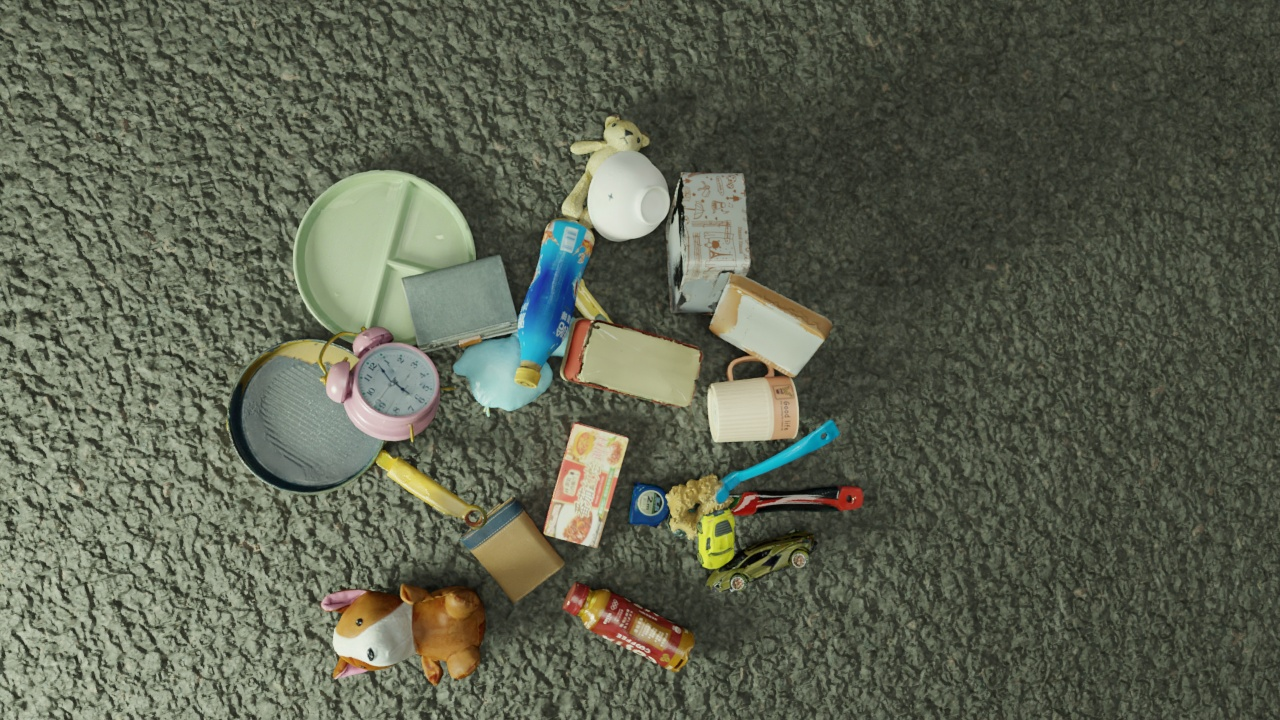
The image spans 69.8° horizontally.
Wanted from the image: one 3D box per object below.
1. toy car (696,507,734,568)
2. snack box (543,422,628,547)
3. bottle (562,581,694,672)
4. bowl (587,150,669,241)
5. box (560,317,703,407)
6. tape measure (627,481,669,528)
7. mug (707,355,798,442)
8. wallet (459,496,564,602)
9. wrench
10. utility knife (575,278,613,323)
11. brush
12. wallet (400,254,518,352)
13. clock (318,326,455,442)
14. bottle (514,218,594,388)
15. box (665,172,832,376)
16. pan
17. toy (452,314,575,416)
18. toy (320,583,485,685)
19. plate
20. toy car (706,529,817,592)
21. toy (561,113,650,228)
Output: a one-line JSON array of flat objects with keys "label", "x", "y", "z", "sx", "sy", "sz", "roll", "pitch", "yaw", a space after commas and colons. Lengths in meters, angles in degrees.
[{"label": "toy car", "x": 0.101, "y": 0.235, "z": 1.187, "sx": 0.048, "sy": 0.032, "sz": 0.105, "roll": -16, "pitch": 131, "yaw": -15}, {"label": "snack box", "x": -0.073, "y": 0.164, "z": 1.214, "sx": 0.075, "sy": 0.025, "sz": 0.153, "roll": 16, "pitch": 89, "yaw": -6}, {"label": "bottle", "x": -0.017, "y": 0.347, "z": 1.205, "sx": 0.175, "sy": 0.057, "sz": 0.057, "roll": 28, "pitch": 87, "yaw": -5}, {"label": "bowl", "x": -0.001, "y": -0.204, "z": 1.170, "sx": 0.118, "sy": 0.065, "sz": 0.118, "roll": -18, "pitch": 119, "yaw": -36}, {"label": "box", "x": -0.007, "y": 0.006, "z": 1.167, "sx": 0.168, "sy": 0.076, "sz": 0.091, "roll": 15, "pitch": 88, "yaw": -27}, {"label": "tape measure", "x": 0.012, "y": 0.192, "z": 1.223, "sx": 0.054, "sy": 0.025, "sz": 0.058, "roll": 8, "pitch": 93, "yaw": -8}, {"label": "mug", "x": 0.145, "y": 0.050, "z": 1.212, "sx": 0.106, "sy": 0.082, "sz": 0.114, "roll": -4, "pitch": 77, "yaw": -5}, {"label": "wallet", "x": -0.167, "y": 0.248, "z": 1.202, "sx": 0.090, "sy": 0.033, "sz": 0.115, "roll": -38, "pitch": 95, "yaw": -2}, {"label": "wrench", "x": 0.170, "y": 0.197, "z": 1.244, "sx": 0.273, "sy": 0.016, "sz": 0.056, "roll": -6, "pitch": 95, "yaw": -6}, {"label": "utility knife", "x": -0.045, "y": -0.045, "z": 1.224, "sx": 0.031, "sy": 0.021, "sz": 0.205, "roll": -39, "pitch": 99, "yaw": -5}, {"label": "brush", "x": 0.143, "y": 0.150, "z": 1.191, "sx": 0.255, "sy": 0.045, "sz": 0.083, "roll": -30, "pitch": 111, "yaw": 6}, {"label": "wallet", "x": -0.228, "y": -0.069, "z": 1.165, "sx": 0.129, "sy": 0.037, "sz": 0.106, "roll": -14, "pitch": 82, "yaw": -7}, {"label": "clock", "x": -0.317, "y": 0.024, "z": 1.122, "sx": 0.158, "sy": 0.060, "sz": 0.117, "roll": 34, "pitch": 58, "yaw": -3}, {"label": "bottle", "x": -0.114, "y": -0.071, "z": 1.161, "sx": 0.065, "sy": 0.065, "sz": 0.218, "roll": 16, "pitch": 74, "yaw": -6}, {"label": "box", "x": 0.113, "y": -0.095, "z": 1.131, "sx": 0.134, "sy": 0.180, "sz": 0.270, "roll": -30, "pitch": 78, "yaw": -12}, {"label": "pan", "x": -0.348, "y": 0.111, "z": 1.158, "sx": 0.357, "sy": 0.078, "sz": 0.197, "roll": 31, "pitch": 88, "yaw": -5}, {"label": "toy", "x": -0.156, "y": 0.003, "z": 1.192, "sx": 0.161, "sy": 0.050, "sz": 0.156, "roll": 17, "pitch": 79, "yaw": -9}, {"label": "toy", "x": -0.296, "y": 0.343, "z": 1.150, "sx": 0.199, "sy": 0.130, "sz": 0.140, "roll": 0, "pitch": 96, "yaw": 3}, {"label": "plate", "x": -0.327, "y": -0.129, "z": 1.184, "sx": 0.230, "sy": 0.027, "sz": 0.230, "roll": 0, "pitch": 90, "yaw": -6}, {"label": "toy car", "x": 0.159, "y": 0.266, "z": 1.217, "sx": 0.158, "sy": 0.070, "sz": 0.042, "roll": -22, "pitch": 92, "yaw": -6}, {"label": "toy", "x": -0.048, "y": -0.245, "z": 1.193, "sx": 0.105, "sy": 0.066, "sz": 0.157, "roll": 30, "pitch": 81, "yaw": -11}]
